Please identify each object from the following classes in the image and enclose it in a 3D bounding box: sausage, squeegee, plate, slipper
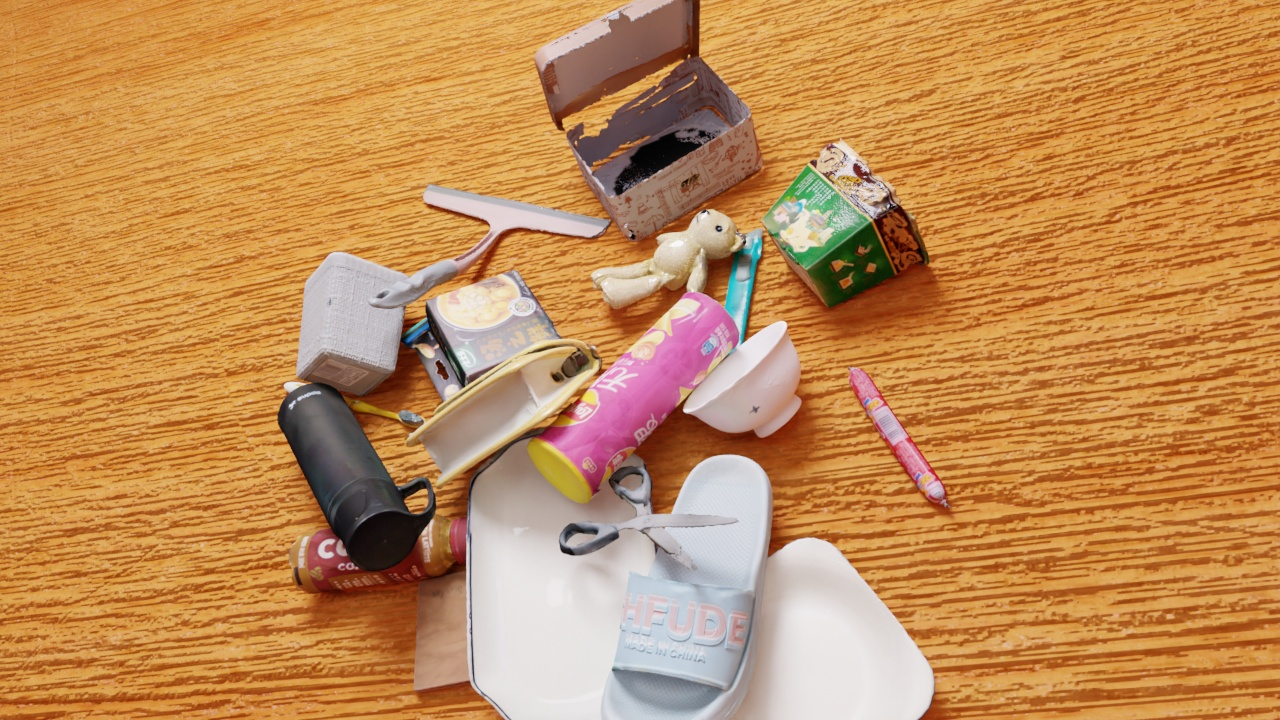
[{"bbox_3d":[0.218,0.063,0.785,0.020,0.020,0.155,-27,56,0],"label":"sausage"},{"bbox_3d":[-0.199,-0.105,0.969,0.248,0.040,0.248,16,37,23],"label":"squeegee"},{"bbox_3d":[0.121,0.236,0.702,0.163,0.034,0.164,-34,56,-4],"label":"plate"},{"bbox_3d":[-0.065,0.179,0.780,0.162,0.034,0.265,-7,57,-2],"label":"plate"},{"bbox_3d":[0.042,0.174,0.700,0.104,0.074,0.244,6,56,24],"label":"slipper"}]

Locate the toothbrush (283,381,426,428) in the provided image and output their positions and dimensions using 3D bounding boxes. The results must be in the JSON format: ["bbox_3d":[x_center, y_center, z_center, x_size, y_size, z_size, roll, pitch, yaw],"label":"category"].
[{"bbox_3d":[-0.302,0.044,0.958,0.191,0.018,0.016,12,63,23],"label":"toothbrush"}]

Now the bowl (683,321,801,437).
[{"bbox_3d":[0.102,0.028,0.807,0.118,0.118,0.065,-44,97,-11],"label":"bowl"}]

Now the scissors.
[{"bbox_3d":[0.002,0.128,0.728,0.176,0.014,0.159,-25,27,18],"label":"scissors"}]

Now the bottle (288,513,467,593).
[{"bbox_3d":[-0.228,0.173,0.834,0.175,0.057,0.057,-11,58,11],"label":"bottle"}]

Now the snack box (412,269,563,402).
[{"bbox_3d":[-0.155,-0.021,0.921,0.125,0.053,0.113,-22,54,-20],"label":"snack box"}]

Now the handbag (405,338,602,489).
[{"bbox_3d":[-0.113,0.031,0.844,0.164,0.178,0.063,-32,93,29],"label":"handbag"}]

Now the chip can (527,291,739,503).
[{"bbox_3d":[-0.002,0.028,0.812,0.071,0.071,0.210,31,62,30],"label":"chip can"}]

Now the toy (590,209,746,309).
[{"bbox_3d":[0.027,-0.101,0.914,0.157,0.066,0.105,-26,38,-3],"label":"toy"}]

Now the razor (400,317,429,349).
[{"bbox_3d":[-0.188,0.005,0.944,0.143,0.022,0.042,34,62,26],"label":"razor"}]

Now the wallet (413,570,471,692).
[{"bbox_3d":[-0.144,0.230,0.799,0.115,0.020,0.101,-15,56,12],"label":"wallet"}]

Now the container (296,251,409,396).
[{"bbox_3d":[-0.298,-0.033,0.949,0.090,0.090,0.114,-31,50,44],"label":"container"}]

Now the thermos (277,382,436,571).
[{"bbox_3d":[-0.263,0.098,0.849,0.089,0.068,0.242,-21,34,-25],"label":"thermos"}]

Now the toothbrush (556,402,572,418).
[{"bbox_3d":[-0.005,0.005,0.864,0.189,0.017,0.016,-37,59,-23],"label":"toothbrush"}]

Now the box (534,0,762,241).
[{"bbox_3d":[0.008,-0.267,0.942,0.183,0.193,0.156,-31,57,-3],"label":"box"}]

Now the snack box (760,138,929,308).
[{"bbox_3d":[0.184,-0.120,0.860,0.106,0.117,0.118,-38,53,7],"label":"snack box"}]

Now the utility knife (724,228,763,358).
[{"bbox_3d":[0.099,-0.067,0.903,0.029,0.013,0.156,-2,59,26],"label":"utility knife"}]
